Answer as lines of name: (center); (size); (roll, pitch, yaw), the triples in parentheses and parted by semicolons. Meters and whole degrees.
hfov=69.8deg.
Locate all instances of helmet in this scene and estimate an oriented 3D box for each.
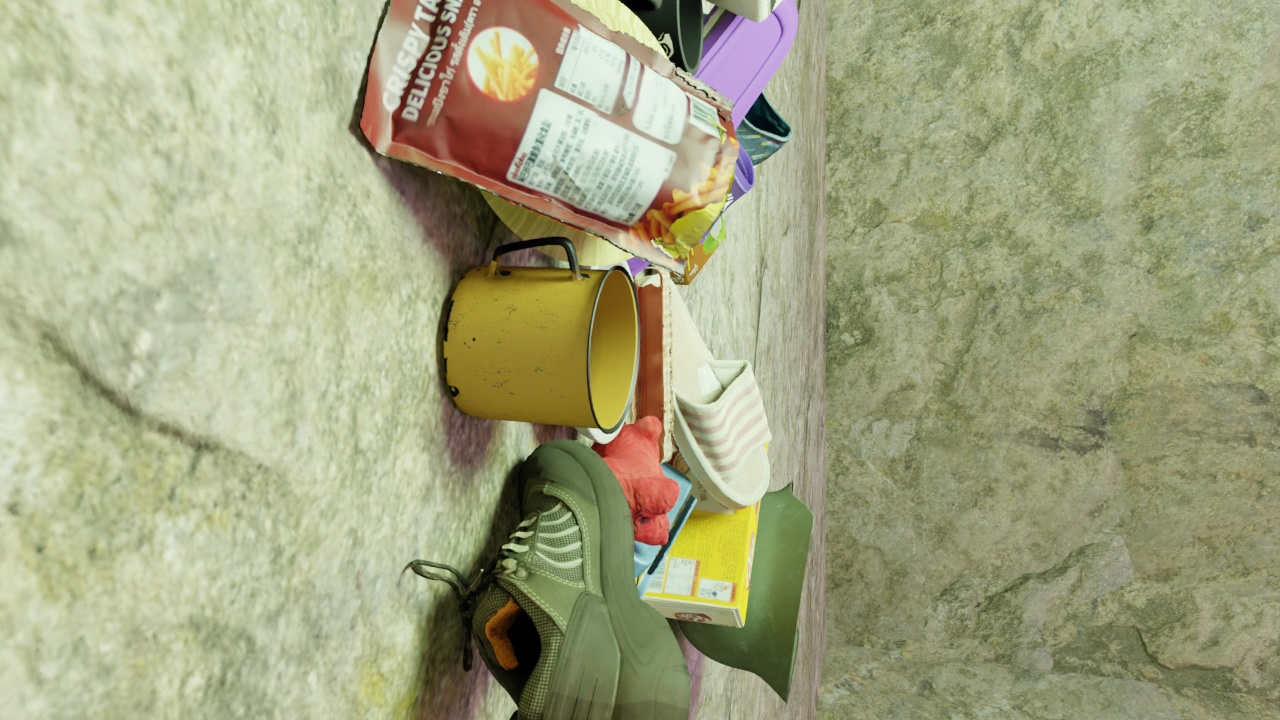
helmet: (0.120, 0.254, 1.092); (0.267, 0.154, 0.227); (-66, 160, -47)

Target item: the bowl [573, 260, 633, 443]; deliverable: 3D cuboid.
bowl: (-0.042, -0.012, 0.709); (0.149, 0.043, 0.149); (3, 89, -74)

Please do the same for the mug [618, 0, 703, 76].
mug: (-0.014, -0.254, 0.672); (0.118, 0.098, 0.082); (4, 89, -73)

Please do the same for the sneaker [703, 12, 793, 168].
sneaker: (0.056, -0.267, 0.816); (0.235, 0.079, 0.087); (53, 44, -27)

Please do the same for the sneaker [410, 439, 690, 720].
sneaker: (-0.074, 0.144, 0.563); (0.237, 0.142, 0.101); (-117, -144, -51)

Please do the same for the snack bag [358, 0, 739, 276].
snack bag: (-0.042, -0.140, 0.507); (0.207, 0.067, 0.138); (23, 74, -28)

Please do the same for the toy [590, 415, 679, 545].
toy: (-0.027, 0.086, 0.748); (0.132, 0.094, 0.088); (-112, -155, -58)

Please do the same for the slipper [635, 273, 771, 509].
slipper: (0.069, 0.030, 0.911); (0.114, 0.052, 0.263); (-48, 115, -44)

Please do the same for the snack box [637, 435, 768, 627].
snack box: (0.073, 0.165, 1.002); (0.062, 0.110, 0.229); (70, 28, -54)

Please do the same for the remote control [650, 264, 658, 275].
remote control: (0.022, -0.057, 0.964); (0.038, 0.018, 0.125); (-30, 122, -71)

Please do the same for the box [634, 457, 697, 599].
box: (-0.005, 0.157, 0.840); (0.086, 0.073, 0.208); (-67, 171, 17)

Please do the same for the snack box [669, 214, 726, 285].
snack box: (0.036, -0.180, 0.904); (0.100, 0.032, 0.186); (-53, 138, -44)

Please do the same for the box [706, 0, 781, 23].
box: (0.079, -0.368, 0.718); (0.187, 0.144, 0.058); (-59, 164, -6)

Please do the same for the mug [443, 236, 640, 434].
mug: (-0.060, -0.019, 0.556); (0.100, 0.094, 0.124); (-65, 154, -52)

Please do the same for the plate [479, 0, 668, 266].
plate: (-0.026, -0.154, 0.580); (0.184, 0.036, 0.184); (2, 87, -38)

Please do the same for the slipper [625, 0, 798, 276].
slipper: (0.059, -0.179, 0.744); (0.266, 0.084, 0.107); (-57, 146, 2)

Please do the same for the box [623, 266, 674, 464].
box: (-0.002, 0.005, 0.829); (0.070, 0.057, 0.187); (-6, 98, -41)
